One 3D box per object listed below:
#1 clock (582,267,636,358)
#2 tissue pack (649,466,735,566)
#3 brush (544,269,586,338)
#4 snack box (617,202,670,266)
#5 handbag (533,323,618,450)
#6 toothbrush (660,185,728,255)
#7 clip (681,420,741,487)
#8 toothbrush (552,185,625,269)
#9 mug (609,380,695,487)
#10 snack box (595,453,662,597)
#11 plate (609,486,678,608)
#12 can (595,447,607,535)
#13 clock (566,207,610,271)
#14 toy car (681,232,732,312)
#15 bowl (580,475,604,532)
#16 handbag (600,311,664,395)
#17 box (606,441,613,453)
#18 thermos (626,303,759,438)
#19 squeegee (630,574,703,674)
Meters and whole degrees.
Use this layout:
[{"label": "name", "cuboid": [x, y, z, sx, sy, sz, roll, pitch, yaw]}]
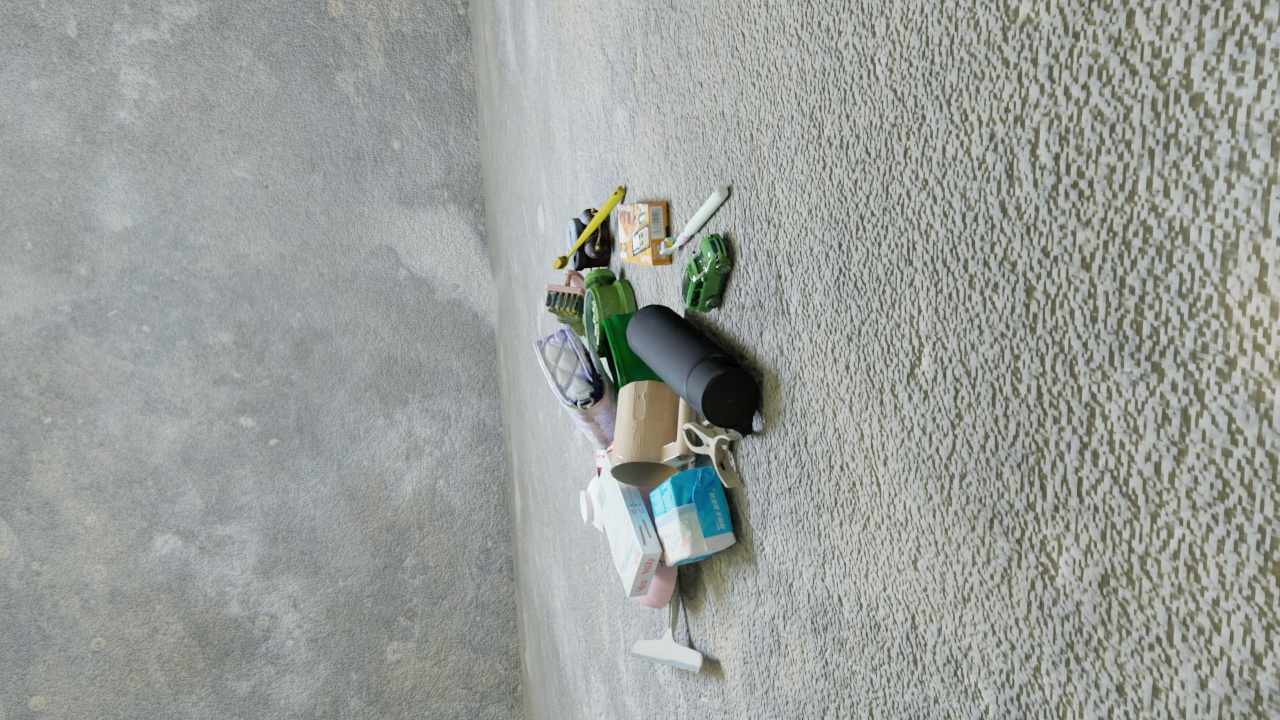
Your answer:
[{"label": "clock", "cuboid": [-0.049, -0.067, 1.331, 0.161, 0.056, 0.116, -112, 22, -49]}, {"label": "tissue pack", "cuboid": [0.057, 0.171, 1.005, 0.140, 0.063, 0.090, 120, 138, -69]}, {"label": "brush", "cuboid": [-0.096, -0.086, 1.442, 0.145, 0.063, 0.073, 50, -131, -65]}, {"label": "snack box", "cuboid": [0.003, -0.161, 1.158, 0.154, 0.026, 0.075, -150, 55, -72]}, {"label": "handbag", "cuboid": [-0.074, 0.038, 1.258, 0.134, 0.075, 0.194, 63, 180, 23]}, {"label": "toothbrush", "cuboid": [0.056, -0.147, 0.975, 0.020, 0.029, 0.190, 42, 163, -4]}, {"label": "clip", "cuboid": [0.077, 0.085, 0.961, 0.097, 0.034, 0.060, -136, 43, -61]}, {"label": "toothbrush", "cuboid": [-0.078, -0.189, 1.333, 0.191, 0.016, 0.015, -43, 69, 43]}, {"label": "mug", "cuboid": [0.021, 0.079, 1.060, 0.125, 0.084, 0.103, -31, 46, 47]}, {"label": "snack box", "cuboid": [-0.018, 0.194, 1.100, 0.156, 0.026, 0.085, -114, 29, -43]}, {"label": "plate", "cuboid": [-0.005, 0.220, 1.168, 0.193, 0.039, 0.192, 176, 90, -70]}, {"label": "can", "cuboid": [-0.036, 0.194, 1.387, 0.053, 0.053, 0.132, 174, 90, -76]}, {"label": "clock", "cuboid": [-0.078, -0.183, 1.402, 0.122, 0.055, 0.082, 125, 138, -67]}, {"label": "toy car", "cuboid": [0.066, -0.088, 0.930, 0.091, 0.036, 0.043, 108, 154, -48]}, {"label": "bowl", "cuboid": [-0.061, 0.230, 1.478, 0.118, 0.064, 0.118, 174, 91, -75]}, {"label": "handbag", "cuboid": [-0.007, 0.007, 1.200, 0.120, 0.068, 0.131, 89, 166, -52]}, {"label": "box", "cuboid": [-0.005, 0.177, 1.304, 0.075, 0.077, 0.164, 29, 129, 39]}, {"label": "thermos", "cuboid": [0.053, 0.012, 0.964, 0.090, 0.068, 0.242, 66, 173, -24]}, {"label": "squeegee", "cuboid": [0.029, 0.269, 1.200, 0.247, 0.039, 0.246, 146, 119, -67]}]
